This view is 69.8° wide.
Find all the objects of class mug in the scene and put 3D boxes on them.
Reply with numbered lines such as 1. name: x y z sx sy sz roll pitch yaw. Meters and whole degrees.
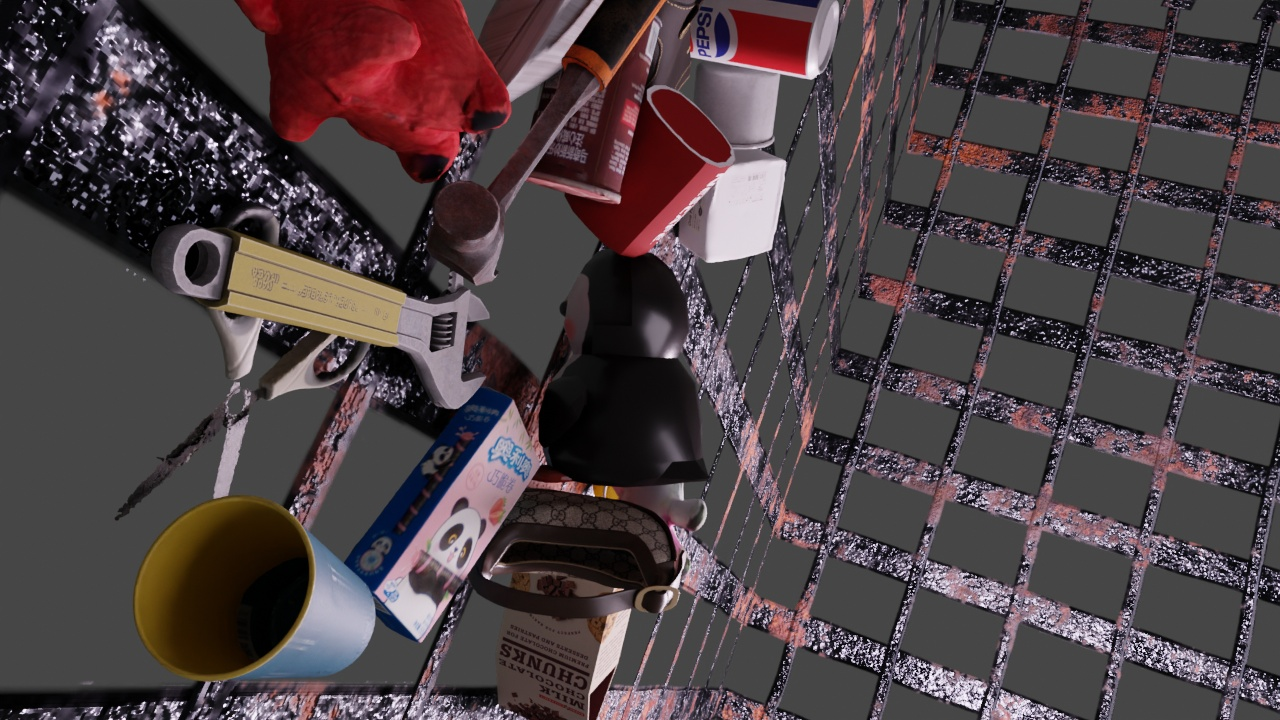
1. mug: 0.013 -0.144 0.688 0.097 0.080 0.116 -43 179 30
2. mug: -0.175 0.119 0.443 0.121 0.078 0.078 86 26 -67
3. mug: 0.088 -0.254 0.897 0.113 0.084 0.071 -110 -160 -59

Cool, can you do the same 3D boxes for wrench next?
1. wrench: -0.139 -0.021 0.466 0.273 0.018 0.083 19 84 -73

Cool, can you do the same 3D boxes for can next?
1. can: 0.097 -0.287 0.785 0.070 0.132 0.070 18 89 -72

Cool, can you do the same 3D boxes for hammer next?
1. hammer: -0.022 -0.176 0.529 0.314 0.035 0.138 -58 -175 -14

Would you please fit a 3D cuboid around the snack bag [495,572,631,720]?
1. snack bag: -0.068 0.242 0.835 0.069 0.094 0.206 -17 122 -68

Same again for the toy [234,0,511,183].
1. toy: -0.127 -0.146 0.399 0.132 0.088 0.094 25 49 -54

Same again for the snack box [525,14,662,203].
1. snack box: -0.034 -0.171 0.605 0.072 0.072 0.121 -3 108 -71

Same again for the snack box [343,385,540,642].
1. snack box: -0.128 0.102 0.613 0.153 0.033 0.088 -57 154 -28

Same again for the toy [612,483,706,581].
1. toy: 0.013 0.124 0.774 0.038 0.122 0.079 16 110 -42

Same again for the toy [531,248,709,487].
1. toy: -0.004 0.004 0.715 0.158 0.140 0.184 2 90 -55

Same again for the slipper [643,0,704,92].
1. slipper: 0.017 -0.270 0.657 0.268 0.076 0.112 86 27 -47

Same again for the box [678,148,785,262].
1. box: 0.095 -0.189 0.993 0.151 0.132 0.107 -16 129 -31

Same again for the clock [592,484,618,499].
1. clock: -0.009 0.090 0.950 0.151 0.052 0.114 -48 150 -60

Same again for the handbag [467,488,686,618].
1. handbag: -0.048 0.153 0.694 0.138 0.166 0.063 -86 -174 -71

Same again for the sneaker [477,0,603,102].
1. sneaker: -0.043 -0.260 0.506 0.236 0.089 0.099 -55 180 14

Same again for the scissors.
1. scissors: -0.179 0.003 0.427 0.170 0.012 0.158 -48 148 -53
